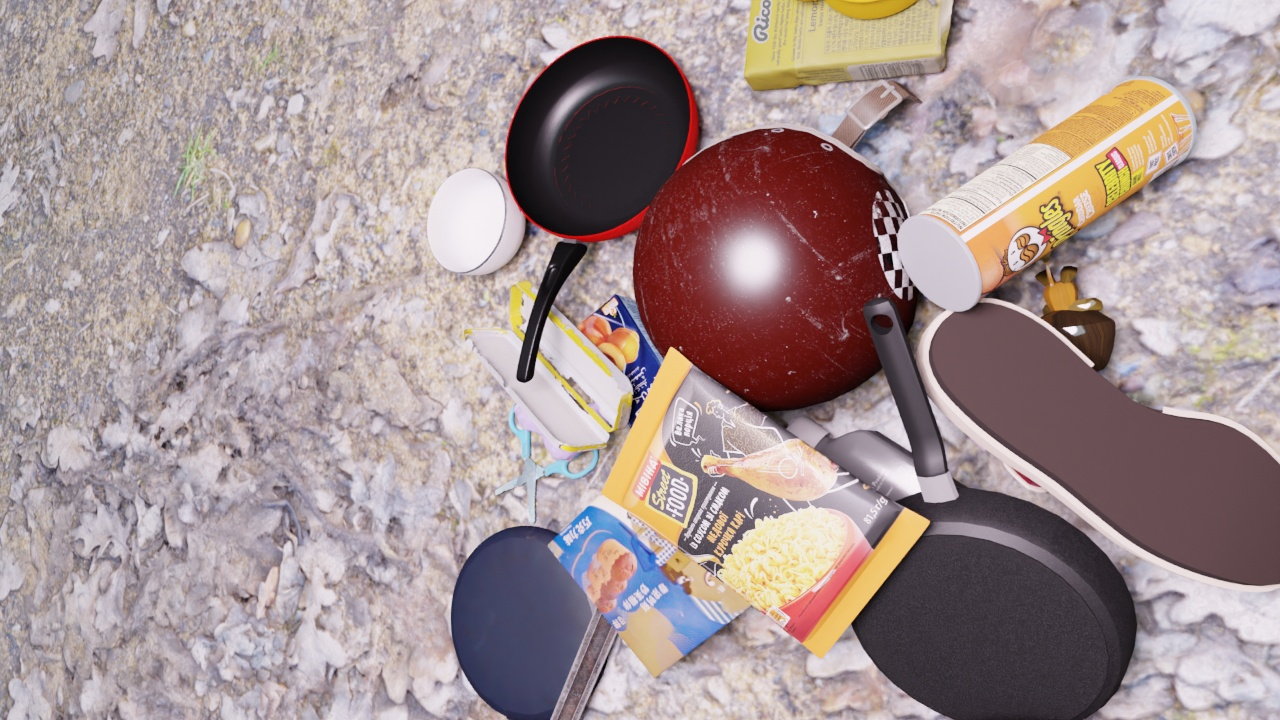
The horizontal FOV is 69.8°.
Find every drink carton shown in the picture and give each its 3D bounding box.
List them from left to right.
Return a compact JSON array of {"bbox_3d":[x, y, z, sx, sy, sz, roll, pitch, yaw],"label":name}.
[{"bbox_3d":[-0.005,0.005,0.895,0.064,0.040,0.130,-39,68,21],"label":"drink carton"}]

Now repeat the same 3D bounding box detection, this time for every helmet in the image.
[{"bbox_3d":[0.120,-0.080,0.748,0.234,0.252,0.233,-25,82,34],"label":"helmet"}]

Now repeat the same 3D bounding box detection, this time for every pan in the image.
[{"bbox_3d":[-0.120,0.350,0.940,0.199,0.021,0.356,-2,85,29],"label":"pan"},{"bbox_3d":[-0.057,-0.147,0.905,0.209,0.067,0.356,11,85,28],"label":"pan"},{"bbox_3d":[0.222,0.123,0.660,0.205,0.043,0.356,-12,109,37],"label":"pan"}]

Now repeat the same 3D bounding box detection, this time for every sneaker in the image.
[{"bbox_3d":[0.330,0.069,0.680,0.294,0.116,0.111,31,84,9],"label":"sneaker"}]

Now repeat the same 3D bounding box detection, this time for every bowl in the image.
[{"bbox_3d":[-0.168,-0.145,0.986,0.114,0.063,0.113,-3,85,33],"label":"bowl"}]

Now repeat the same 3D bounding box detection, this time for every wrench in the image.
[{"bbox_3d":[-0.054,0.303,0.889,0.070,0.010,0.273,23,91,12],"label":"wrench"}]

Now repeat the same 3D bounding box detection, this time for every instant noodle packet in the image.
[{"bbox_3d":[0.082,0.112,0.699,0.221,0.032,0.160,35,125,15],"label":"instant noodle packet"}]

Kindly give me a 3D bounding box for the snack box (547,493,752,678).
[{"bbox_3d":[0.039,0.156,0.801,0.155,0.069,0.203,49,121,9],"label":"snack box"}]

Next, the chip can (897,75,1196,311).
[{"bbox_3d":[0.291,-0.121,0.658,0.214,0.075,0.075,-32,66,-14],"label":"chip can"}]

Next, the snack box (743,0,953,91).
[{"bbox_3d":[0.186,-0.309,0.816,0.181,0.045,0.121,3,84,26],"label":"snack box"}]

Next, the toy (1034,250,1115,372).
[{"bbox_3d":[0.324,-0.036,0.703,0.076,0.062,0.100,-8,97,64],"label":"toy"}]

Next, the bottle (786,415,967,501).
[{"bbox_3d":[0.196,0.107,0.769,0.174,0.046,0.084,36,103,27],"label":"bottle"}]

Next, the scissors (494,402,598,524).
[{"bbox_3d":[-0.108,0.097,0.961,0.135,0.015,0.135,-27,71,19],"label":"scissors"}]

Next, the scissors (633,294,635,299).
[{"bbox_3d":[0.054,-0.115,0.890,0.171,0.028,0.138,-38,71,16],"label":"scissors"}]

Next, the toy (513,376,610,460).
[{"bbox_3d":[-0.077,0.056,0.928,0.080,0.036,0.099,-35,50,-12],"label":"toy"}]

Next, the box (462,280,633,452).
[{"bbox_3d":[-0.089,-0.003,0.901,0.209,0.079,0.080,44,121,37],"label":"box"}]

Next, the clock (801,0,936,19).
[{"bbox_3d":[0.183,-0.349,0.770,0.152,0.052,0.113,19,90,23],"label":"clock"}]
